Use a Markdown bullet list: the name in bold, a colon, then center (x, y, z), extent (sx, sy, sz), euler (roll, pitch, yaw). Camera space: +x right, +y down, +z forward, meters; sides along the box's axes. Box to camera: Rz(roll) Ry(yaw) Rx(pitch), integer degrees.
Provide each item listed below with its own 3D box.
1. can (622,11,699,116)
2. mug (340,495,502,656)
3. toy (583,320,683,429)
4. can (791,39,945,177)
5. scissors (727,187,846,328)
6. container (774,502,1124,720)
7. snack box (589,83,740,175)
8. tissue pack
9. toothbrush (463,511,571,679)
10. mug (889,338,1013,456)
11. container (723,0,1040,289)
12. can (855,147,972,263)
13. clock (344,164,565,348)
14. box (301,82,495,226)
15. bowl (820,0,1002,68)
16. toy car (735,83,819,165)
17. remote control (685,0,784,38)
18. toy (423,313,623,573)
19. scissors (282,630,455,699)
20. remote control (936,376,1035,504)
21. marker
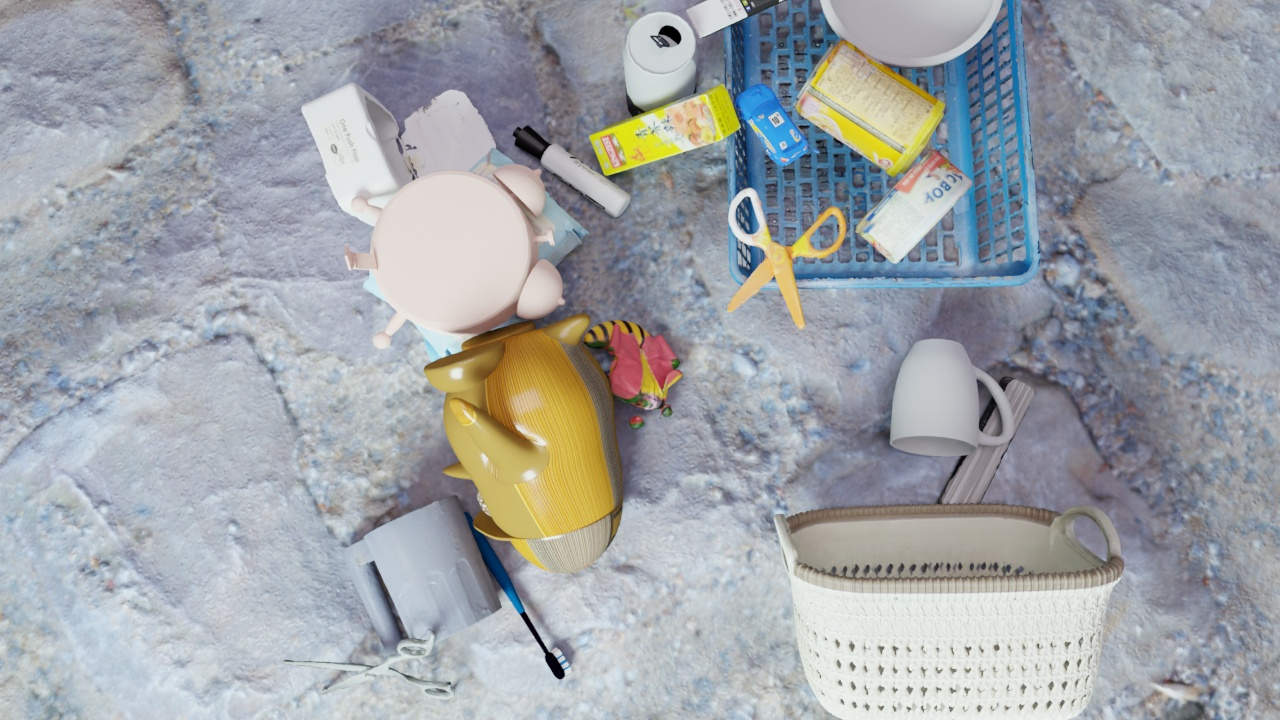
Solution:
- **can**: center (0.018, -0.255, 0.809), extent (0.064, 0.127, 0.064), euler (0, 81, 1)
- **mug**: center (-0.189, 0.186, 0.779), extent (0.124, 0.083, 0.104), euler (-28, 83, 21)
- **toy**: center (-0.005, 0.005, 0.809), extent (0.084, 0.046, 0.103), euler (-22, 72, -32)
- **can**: center (0.182, -0.201, 0.733), extent (0.105, 0.068, 0.067), euler (34, 83, 3)
- **scissors**: center (0.109, -0.089, 0.749), extent (0.127, 0.011, 0.125), euler (43, 85, 8)
- **container**: center (0.231, 0.187, 0.713), extent (0.246, 0.184, 0.143), euler (-2, 98, 5)
- **snack box**: center (0.018, -0.198, 0.797), extent (0.028, 0.148, 0.040), euler (-39, 113, -38)
- **tissue pack**: center (-0.149, -0.091, 0.819), extent (0.182, 0.070, 0.112), euler (-44, 83, -3)
- **toothbrush**: center (-0.111, 0.203, 0.799), extent (0.014, 0.014, 0.167), euler (-26, 77, -37)
- **mug**: center (0.272, 0.034, 0.791), extent (0.107, 0.071, 0.089), euler (10, 73, -6)
- **container**: center (0.200, -0.232, 0.820), extent (0.257, 0.089, 0.362), euler (0, 81, 2)
- **can**: center (0.212, -0.119, 0.713), extent (0.043, 0.086, 0.086), euler (44, 85, 7)
- **clock**: center (-0.150, -0.089, 0.745), extent (0.160, 0.086, 0.131), euler (-10, 84, -5)
- **box**: center (-0.204, -0.194, 0.827), extent (0.137, 0.126, 0.108), euler (-22, 83, 7)
- **bowl**: center (0.220, -0.306, 0.763), extent (0.149, 0.043, 0.149), euler (0, 81, 2)
- **toy car**: center (0.113, -0.193, 0.738), extent (0.033, 0.062, 0.092), euler (-33, 82, -4)
- **remote control**: center (0.100, -0.311, 0.783), extent (0.124, 0.012, 0.028), euler (-25, 81, -3)
- **toy**: center (-0.088, 0.077, 0.759), extent (0.163, 0.198, 0.203), euler (-14, 102, 18)
- **scissors**: center (-0.211, 0.251, 0.751), extent (0.141, 0.174, 0.014), euler (24, 45, -22)
- **remote control**: center (0.305, 0.078, 0.809), extent (0.033, 0.013, 0.136), euler (29, 85, 6)
- **marker**: center (-0.066, -0.178, 0.851), extent (0.126, 0.025, 0.025), euler (36, 84, 6)
